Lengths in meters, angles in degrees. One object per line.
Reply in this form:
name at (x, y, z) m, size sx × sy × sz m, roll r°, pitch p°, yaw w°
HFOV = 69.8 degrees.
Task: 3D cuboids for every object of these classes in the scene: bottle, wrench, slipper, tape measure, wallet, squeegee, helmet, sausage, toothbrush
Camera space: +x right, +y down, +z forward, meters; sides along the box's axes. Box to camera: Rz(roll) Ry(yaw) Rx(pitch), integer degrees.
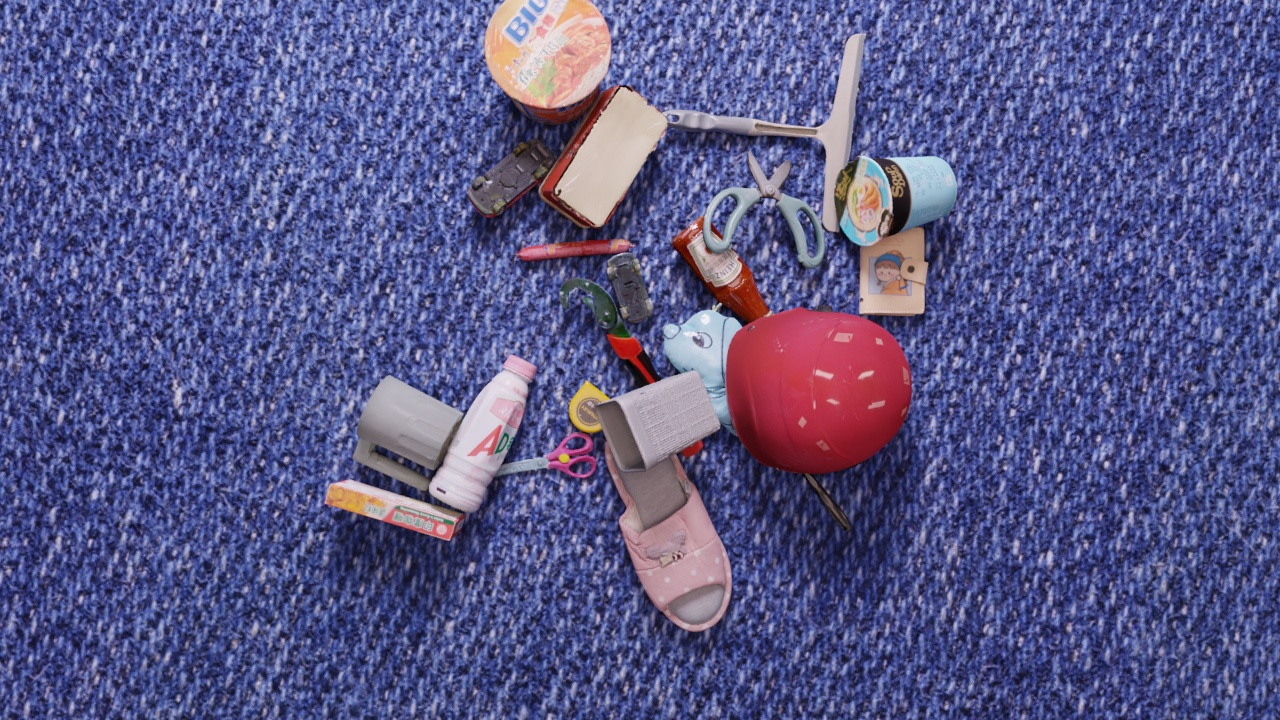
bottle at (0.123, -0.088, 1.157) m, size 0.059 × 0.060 × 0.206 m, roll -40°, pitch 94°, yaw -4°
wrench at (-0.007, 0.007, 1.156) m, size 0.056 × 0.016 × 0.273 m, roll -36°, pitch 95°, yaw 6°
slipper at (0.034, 0.204, 1.139) m, size 0.114 × 0.054 × 0.274 m, roll -21°, pitch 86°, yaw -3°
tape measure at (-0.062, 0.063, 1.157) m, size 0.060 × 0.029 × 0.057 m, roll 38°, pitch 85°, yaw 1°
wallet at (0.326, -0.115, 1.182) m, size 0.087 × 0.024 × 0.115 m, roll 1°, pitch 85°, yaw 4°
squeegee at (0.147, -0.299, 1.180) m, size 0.246 × 0.039 × 0.246 m, roll 5°, pitch 101°, yaw 1°
bottle at (-0.189, 0.088, 1.135) m, size 0.068 × 0.068 × 0.196 m, roll 26°, pitch 83°, yaw 0°
helmet at (0.231, 0.037, 1.092) m, size 0.239 × 0.144 × 0.207 m, roll -12°, pitch 96°, yaw -14°
sausage at (-0.084, -0.142, 1.174) m, size 0.156 × 0.020 × 0.020 m, roll -5°, pitch 87°, yaw -2°
toothbrush at (0.212, 0.144, 1.167) m, size 0.015 × 0.018 × 0.181 m, roll -37°, pitch 90°, yaw -7°

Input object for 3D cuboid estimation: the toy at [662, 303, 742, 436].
toy at (0.098, 0.009, 1.155) m, size 0.161 × 0.050 × 0.156 m, roll 15°, pitch 91°, yaw -3°

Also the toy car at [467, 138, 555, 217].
toy car at (-0.162, -0.228, 1.163) m, size 0.120 × 0.045 × 0.053 m, roll -39°, pitch 87°, yaw -9°

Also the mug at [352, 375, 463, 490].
mug at (-0.289, 0.094, 1.132) m, size 0.103 × 0.083 × 0.124 m, roll 25°, pitch 113°, yaw -1°

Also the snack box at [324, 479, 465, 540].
snack box at (-0.296, 0.181, 1.120) m, size 0.156 × 0.077 × 0.027 m, roll 17°, pitch 86°, yaw 0°

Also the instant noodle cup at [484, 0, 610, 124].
instant noodle cup at (-0.111, -0.368, 1.139) m, size 0.151 × 0.111 × 0.151 m, roll 0°, pitch 87°, yaw -2°

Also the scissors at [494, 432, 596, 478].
scissors at (-0.122, 0.133, 1.160) m, size 0.135 × 0.017 × 0.063 m, roll -15°, pitch 99°, yaw 2°

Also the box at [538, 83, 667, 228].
box at (-0.041, -0.251, 1.139) m, size 0.091 × 0.079 × 0.168 m, roll 34°, pitch 87°, yaw -24°

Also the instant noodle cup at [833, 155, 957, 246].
instant noodle cup at (0.323, -0.205, 1.141) m, size 0.120 × 0.111 × 0.111 m, roll -13°, pitch 87°, yaw -23°

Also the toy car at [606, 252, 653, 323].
toy car at (-0.014, -0.092, 1.165) m, size 0.043 × 0.034 × 0.090 m, roll -20°, pitch 101°, yaw -1°

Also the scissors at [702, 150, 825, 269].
scissors at (0.159, -0.167, 1.143) m, size 0.170 × 0.019 × 0.173 m, roll 48°, pitch 68°, yaw -13°

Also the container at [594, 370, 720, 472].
container at (0.023, 0.070, 1.098) m, size 0.114 × 0.090 × 0.090 m, roll -23°, pitch 92°, yaw -23°
